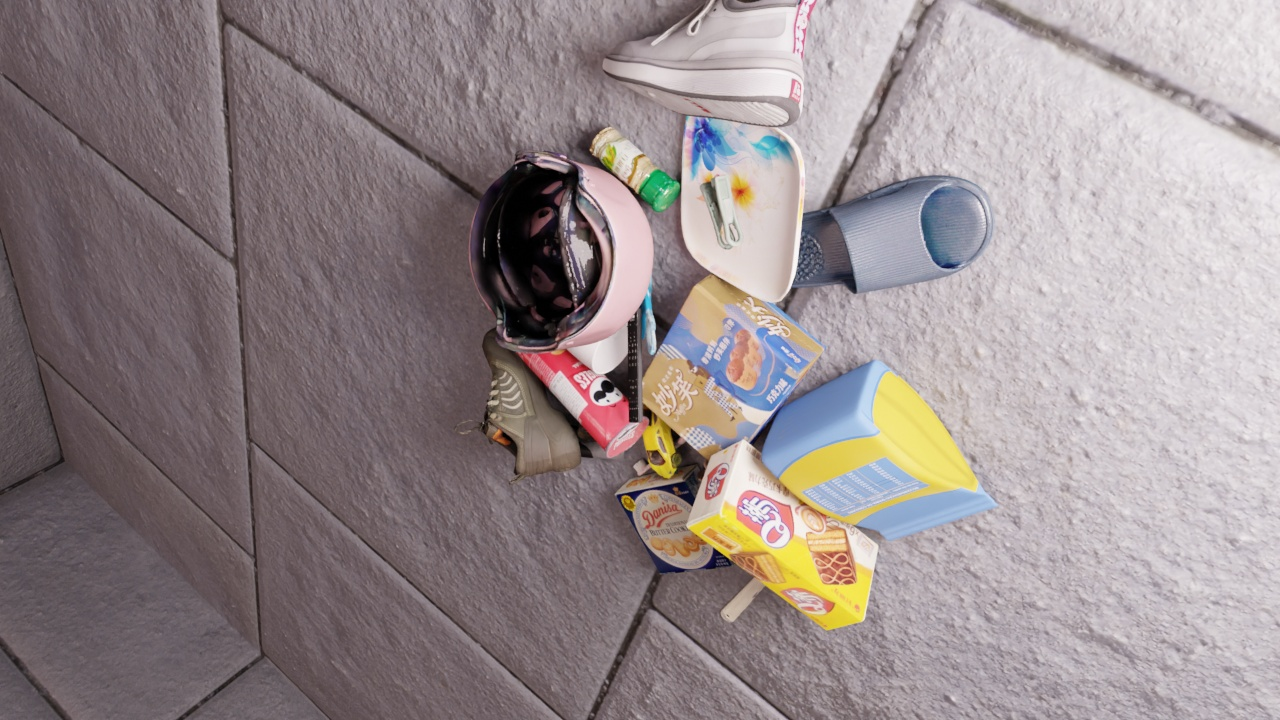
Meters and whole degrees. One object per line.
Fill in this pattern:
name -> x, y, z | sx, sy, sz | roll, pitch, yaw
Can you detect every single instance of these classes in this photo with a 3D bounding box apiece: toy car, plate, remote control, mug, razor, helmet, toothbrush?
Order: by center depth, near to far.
plate -> 0.105, -0.166, 0.958 | 0.187, 0.016, 0.187 | 37, 137, 45
helmet -> -0.087, -0.127, 1.078 | 0.256, 0.152, 0.230 | 6, 100, 44
remote control -> -0.007, 0.007, 1.129 | 0.030, 0.009, 0.140 | 174, 96, -65
mug -> -0.061, -0.032, 1.194 | 0.088, 0.080, 0.114 | 36, 166, 26
toy car -> 0.024, 0.106, 1.221 | 0.049, 0.030, 0.107 | -12, 94, 50
toothbrush -> 0.041, 0.115, 1.240 | 0.018, 0.015, 0.182 | 54, 138, 6
razor -> -0.093, 0.121, 1.333 | 0.156, 0.060, 0.057 | -2, 129, 20

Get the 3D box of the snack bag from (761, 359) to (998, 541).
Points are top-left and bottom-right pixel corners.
snack bag -> 0.261, 0.117, 1.003 | 0.205, 0.102, 0.159 | 41, 139, -13

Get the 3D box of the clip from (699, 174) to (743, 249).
clip -> 0.089, -0.155, 0.950 | 0.049, 0.023, 0.078 | -38, 72, 61

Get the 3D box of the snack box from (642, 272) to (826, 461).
snack box -> 0.099, 0.014, 1.083 | 0.155, 0.069, 0.203 | 42, 136, 13

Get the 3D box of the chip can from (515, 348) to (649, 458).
chip can -> -0.091, 0.022, 1.225 | 0.233, 0.073, 0.073 | 46, 138, 20

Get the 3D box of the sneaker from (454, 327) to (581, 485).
sneaker -> -0.195, 0.074, 1.289 | 0.238, 0.142, 0.101 | 59, 164, 22

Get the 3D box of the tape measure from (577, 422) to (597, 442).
tape measure -> -0.051, 0.083, 1.261 | 0.065, 0.064, 0.037 | 12, 140, -6

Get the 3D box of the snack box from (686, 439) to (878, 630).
snack box -> 0.169, 0.206, 1.069 | 0.230, 0.109, 0.062 | 38, 139, -16

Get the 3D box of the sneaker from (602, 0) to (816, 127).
sneaker -> 0.063, -0.308, 0.893 | 0.263, 0.096, 0.129 | 22, 94, 46

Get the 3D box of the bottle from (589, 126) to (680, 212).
bottle -> -0.006, -0.218, 1.040 | 0.111, 0.043, 0.043 | 43, 136, 11

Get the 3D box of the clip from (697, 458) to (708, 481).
clip -> 0.105, 0.149, 1.203 | 0.060, 0.024, 0.040 | 19, 131, 18

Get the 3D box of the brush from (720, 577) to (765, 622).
brush -> 0.159, 0.313, 1.273 | 0.033, 0.012, 0.218 | 40, 137, 12

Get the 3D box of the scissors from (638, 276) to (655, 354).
scissors -> 0.005, -0.077, 1.125 | 0.114, 0.013, 0.140 | -171, 75, -81

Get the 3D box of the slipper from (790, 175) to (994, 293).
slipper -> 0.210, -0.107, 0.901 | 0.264, 0.082, 0.101 | -6, 114, 43

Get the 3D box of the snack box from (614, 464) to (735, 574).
snack box -> 0.053, 0.225, 1.281 | 0.145, 0.042, 0.145 | -20, 104, 45
